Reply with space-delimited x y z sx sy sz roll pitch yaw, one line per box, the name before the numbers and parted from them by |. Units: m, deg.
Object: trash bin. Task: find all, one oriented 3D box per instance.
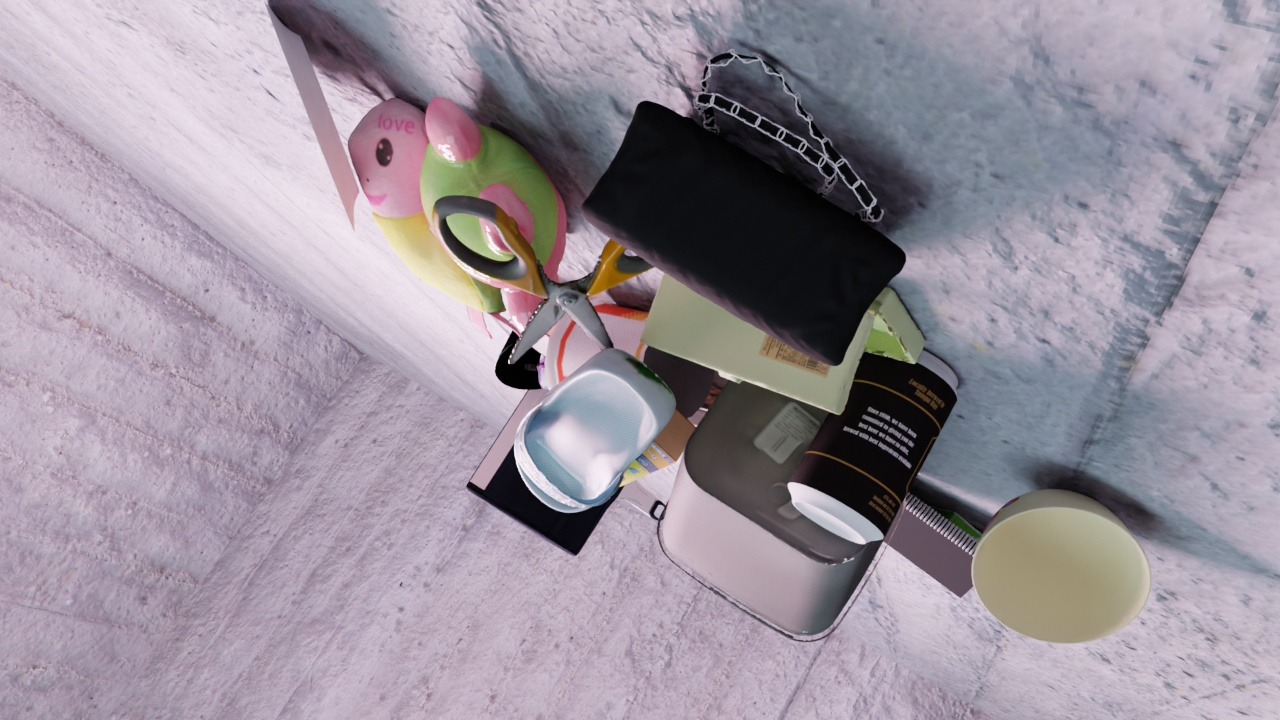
trash bin | 0.128 0.103 0.777 0.197 0.197 0.220 31 162 15

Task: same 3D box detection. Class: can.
can | 0.159 0.056 0.628 0.072 0.128 0.072 31 168 7

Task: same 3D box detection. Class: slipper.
slipper | -0.052 0.070 0.761 0.104 0.074 0.246 39 145 -2

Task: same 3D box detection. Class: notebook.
notebook | 0.258 0.160 0.947 0.207 0.016 0.149 36 164 21

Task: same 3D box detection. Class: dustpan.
dustpan | -0.063 0.144 1.248 0.080 0.236 0.273 18 161 46

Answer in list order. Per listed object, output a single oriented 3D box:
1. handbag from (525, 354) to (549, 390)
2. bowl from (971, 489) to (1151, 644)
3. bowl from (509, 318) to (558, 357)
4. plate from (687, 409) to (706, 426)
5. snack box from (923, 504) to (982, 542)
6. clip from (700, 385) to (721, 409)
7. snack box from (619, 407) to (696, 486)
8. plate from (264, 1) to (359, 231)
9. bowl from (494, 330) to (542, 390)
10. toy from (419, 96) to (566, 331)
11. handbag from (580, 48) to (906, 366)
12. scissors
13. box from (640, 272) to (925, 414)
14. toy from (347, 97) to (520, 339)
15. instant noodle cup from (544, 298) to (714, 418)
handbag | -0.047 0.022 1.135 0.145 0.068 0.170 -2 165 21
bowl | 0.312 0.142 0.692 0.118 0.118 0.073 32 -150 4
bowl | -0.081 -0.036 1.010 0.113 0.063 0.113 31 168 7
plate | 0.073 0.065 1.021 0.208 0.015 0.208 16 179 0
snack box | 0.320 0.196 1.000 0.132 0.027 0.168 38 166 -19
clip | 0.078 0.043 1.017 0.062 0.024 0.045 23 164 25
snack box | -0.022 0.063 0.829 0.088 0.040 0.126 44 145 -10
plate | -0.262 -0.198 0.752 0.189 0.016 0.188 158 90 -77
bowl | -0.126 -0.020 1.143 0.124 0.124 0.052 52 -165 -57
toy | -0.106 -0.113 0.720 0.192 0.097 0.236 63 -176 8
handbag | 0.064 -0.084 0.490 0.154 0.115 0.125 28 -169 4
scissors | -0.058 -0.060 0.636 0.224 0.016 0.226 16 140 -34
box | 0.097 -0.025 0.641 0.083 0.091 0.188 12 -172 -43
toy | -0.174 -0.112 0.803 0.190 0.087 0.238 34 157 57
instant noodle cup | -0.005 0.005 0.881 0.121 0.123 0.123 6 152 48
